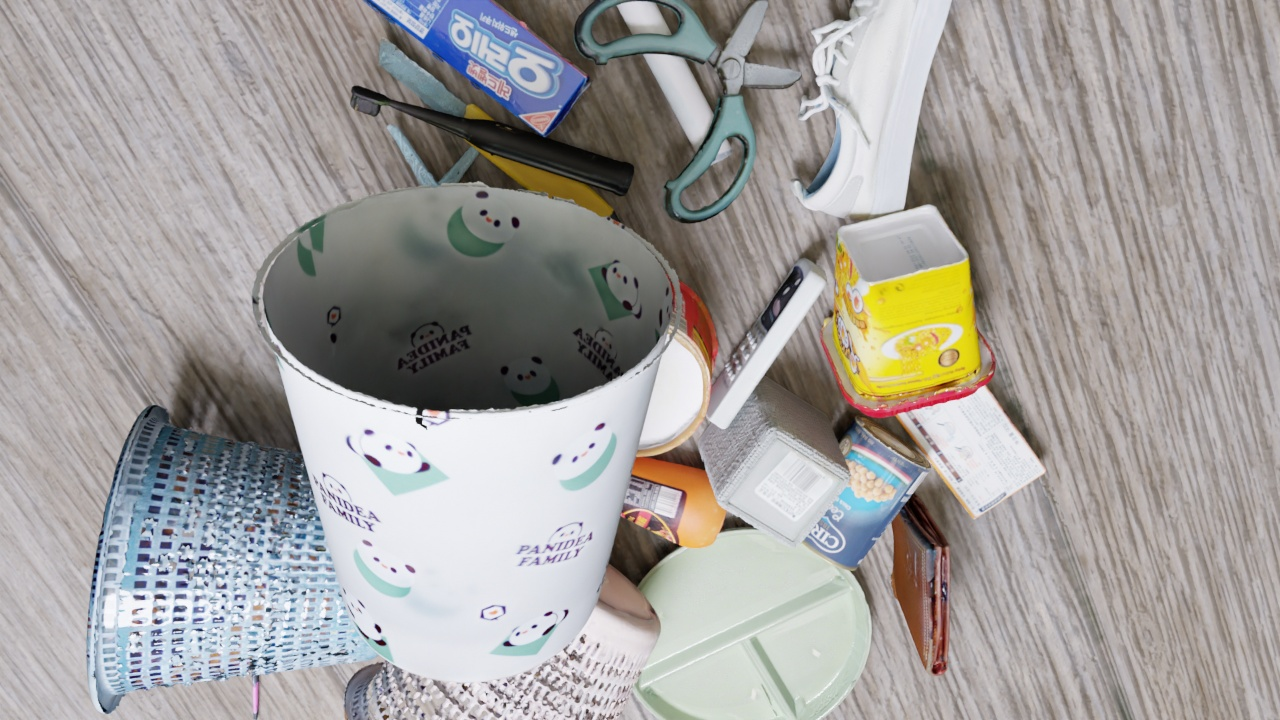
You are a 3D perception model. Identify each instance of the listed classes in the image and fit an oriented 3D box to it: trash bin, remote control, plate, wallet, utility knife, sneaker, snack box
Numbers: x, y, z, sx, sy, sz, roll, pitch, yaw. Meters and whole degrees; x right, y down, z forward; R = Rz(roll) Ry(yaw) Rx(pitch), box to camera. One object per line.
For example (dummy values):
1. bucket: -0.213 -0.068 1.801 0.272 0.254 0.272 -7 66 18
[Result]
1. trash bin: -0.095 0.252 0.757 0.227 0.227 0.192 34 91 -11
2. trash bin: -0.104 0.054 0.579 0.229 0.229 0.252 5 127 -3
3. remote control: 0.098 -0.015 0.740 0.021 0.058 0.150 30 104 -9
4. plate: 0.095 0.252 0.842 0.230 0.027 0.230 0 108 -2
5. wallet: 0.240 0.188 0.786 0.032 0.101 0.125 -7 108 3
6. utility knife: -0.106 -0.166 0.705 0.230 0.015 0.033 37 81 -14
7. sneaker: 0.163 -0.221 0.665 0.091 0.089 0.243 7 114 1
8. snack box: 0.273 0.058 0.784 0.075 0.026 0.154 -37 105 10
9. trash bin: -0.295 0.157 0.720 0.195 0.226 0.227 7 108 -18
10. snack box: -0.132 -0.246 0.660 0.207 0.058 0.057 36 104 -11

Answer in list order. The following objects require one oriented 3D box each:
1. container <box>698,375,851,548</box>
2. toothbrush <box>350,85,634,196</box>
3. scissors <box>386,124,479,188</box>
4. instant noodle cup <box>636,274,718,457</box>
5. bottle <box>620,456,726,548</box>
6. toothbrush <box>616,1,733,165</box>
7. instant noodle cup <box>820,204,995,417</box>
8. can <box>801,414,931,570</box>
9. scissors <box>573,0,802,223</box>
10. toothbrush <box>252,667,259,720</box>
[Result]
1. container: 0.107 0.081 0.741 0.090 0.114 0.090 32 105 -10
2. toothbrush: -0.108 -0.164 0.683 0.212 0.026 0.027 14 132 -15
3. scissors: -0.162 -0.123 0.718 0.136 0.017 0.133 -33 109 0
4. instant noodle cup: -0.004 0.004 0.718 0.138 0.108 0.138 0 107 -1
5. bottle: -0.002 0.109 0.779 0.149 0.066 0.067 19 107 0
6. toothbrush: 0.006 -0.246 0.680 0.026 0.026 0.221 -21 108 31
7. instant noodle cup: 0.197 -0.039 0.689 0.116 0.116 0.124 -14 131 3
8. can: 0.182 0.110 0.773 0.075 0.075 0.111 30 105 -10
9. scissors: 0.025 -0.191 0.673 0.170 0.019 0.175 16 103 -10
10. toothbrush: -0.350 0.251 0.841 0.017 0.014 0.189 3 108 -12
